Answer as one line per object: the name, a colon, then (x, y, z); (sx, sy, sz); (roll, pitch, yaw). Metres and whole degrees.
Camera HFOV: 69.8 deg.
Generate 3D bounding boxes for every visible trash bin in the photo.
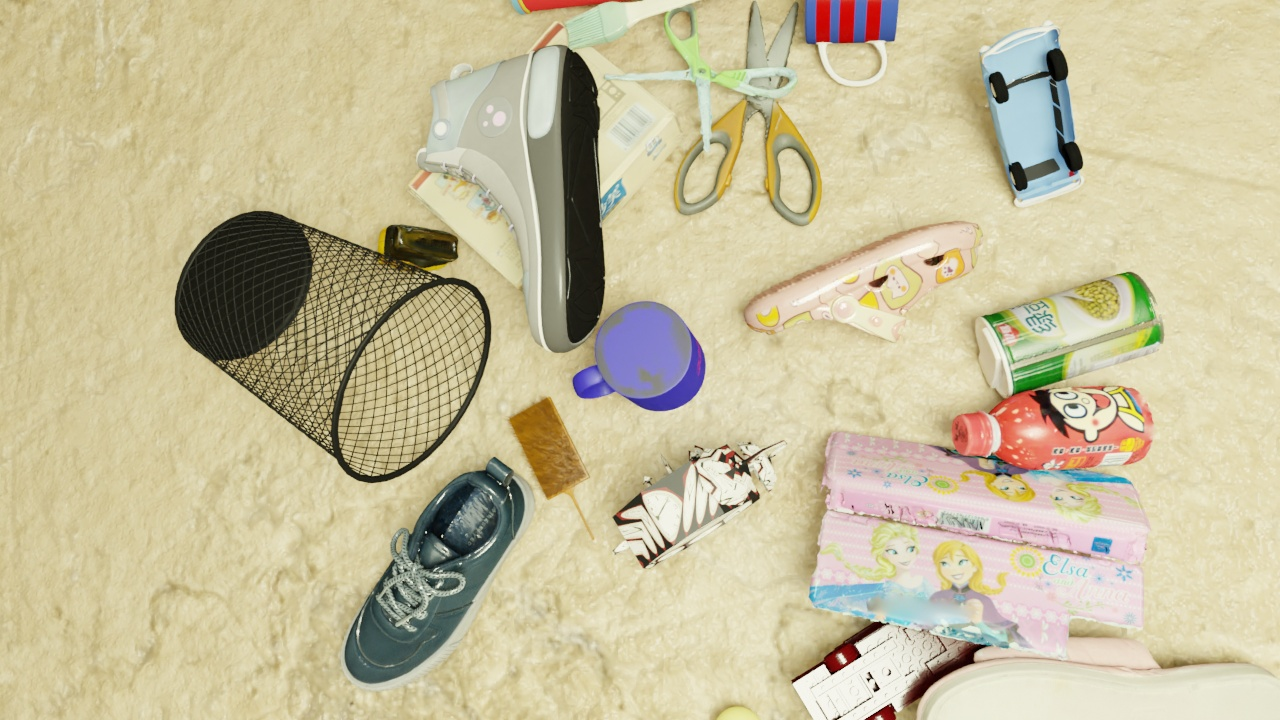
trash bin: (-0.269, -0.025, 0.792); (0.210, 0.184, 0.184); (26, 86, 21)

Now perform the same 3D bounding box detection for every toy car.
toy car: (0.200, 0.224, 0.696); (0.169, 0.062, 0.070); (-30, 75, -5)
toy car: (0.306, -0.192, 0.718); (0.056, 0.153, 0.054); (-19, 39, 17)

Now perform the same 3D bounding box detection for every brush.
brush: (-0.073, 0.095, 0.803); (0.048, 0.017, 0.126); (-29, 75, 6)
brush: (0.037, -0.315, 0.793); (0.218, 0.012, 0.033); (-15, 77, 13)

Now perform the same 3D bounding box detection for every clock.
clock: (0.048, 0.099, 0.723); (0.155, 0.114, 0.065); (-38, 74, 21)

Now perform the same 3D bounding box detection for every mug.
mug: (0.183, -0.296, 0.797); (0.076, 0.074, 0.112); (3, 106, 12)
mug: (-0.005, 0.004, 0.770); (0.111, 0.083, 0.079); (-22, 76, 7)

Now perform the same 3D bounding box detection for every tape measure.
tape measure: (-0.208, -0.101, 0.843); (0.064, 0.065, 0.037); (-6, 80, 49)

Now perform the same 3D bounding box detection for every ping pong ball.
ping pong ball: (0.077, 0.294, 0.724); (0.040, 0.040, 0.040); (-2, 79, 12)

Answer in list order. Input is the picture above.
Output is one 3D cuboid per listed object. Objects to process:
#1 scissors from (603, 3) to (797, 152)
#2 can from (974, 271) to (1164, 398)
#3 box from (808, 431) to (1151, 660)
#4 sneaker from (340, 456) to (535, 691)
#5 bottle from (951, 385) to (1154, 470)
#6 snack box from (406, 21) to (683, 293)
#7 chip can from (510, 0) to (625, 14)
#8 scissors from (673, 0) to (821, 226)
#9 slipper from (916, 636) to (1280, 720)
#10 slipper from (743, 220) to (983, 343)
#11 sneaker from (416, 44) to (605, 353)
scissors: (0.054, -0.252, 0.806); (0.173, 0.021, 0.171); (-1, 66, -9)
can: (0.328, -0.020, 0.712); (0.121, 0.067, 0.067); (-18, 77, 8)
box: (0.246, 0.125, 0.674); (0.231, 0.062, 0.160); (9, 46, 13)
sneaker: (-0.177, 0.183, 0.774); (0.089, 0.087, 0.235); (35, 88, 15)
bottle: (0.305, 0.052, 0.690); (0.137, 0.062, 0.062); (-3, 79, -8)
snack box: (-0.087, -0.180, 0.836); (0.153, 0.055, 0.207); (42, 91, 15)
chip can: (-0.013, -0.370, 0.839); (0.213, 0.087, 0.087); (-1, 80, 13)
scissors: (0.117, -0.217, 0.820); (0.175, 0.016, 0.225); (24, 84, 15)
slipper: (0.328, 0.254, 0.656); (0.274, 0.054, 0.114); (2, 97, -4)
slipper: (0.185, -0.051, 0.747); (0.197, 0.093, 0.081); (-21, 96, 10)
sneaker: (-0.115, -0.131, 0.766); (0.161, 0.093, 0.256); (-3, 81, 20)
